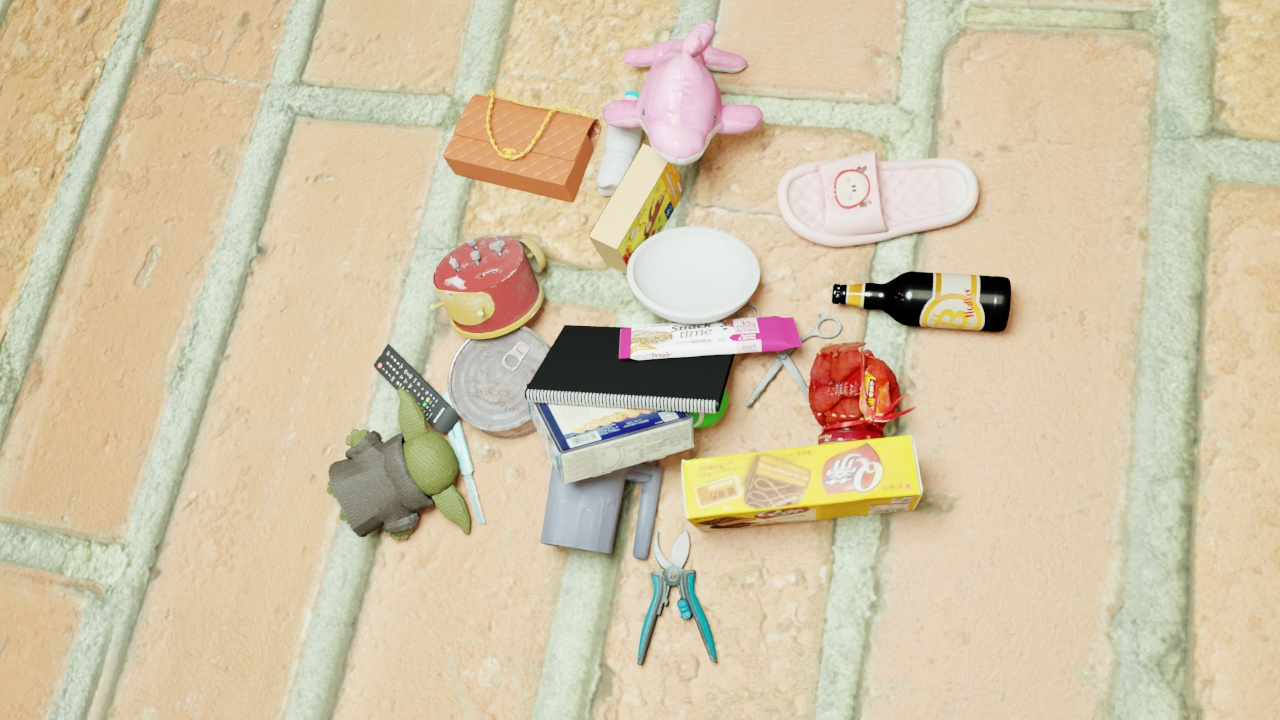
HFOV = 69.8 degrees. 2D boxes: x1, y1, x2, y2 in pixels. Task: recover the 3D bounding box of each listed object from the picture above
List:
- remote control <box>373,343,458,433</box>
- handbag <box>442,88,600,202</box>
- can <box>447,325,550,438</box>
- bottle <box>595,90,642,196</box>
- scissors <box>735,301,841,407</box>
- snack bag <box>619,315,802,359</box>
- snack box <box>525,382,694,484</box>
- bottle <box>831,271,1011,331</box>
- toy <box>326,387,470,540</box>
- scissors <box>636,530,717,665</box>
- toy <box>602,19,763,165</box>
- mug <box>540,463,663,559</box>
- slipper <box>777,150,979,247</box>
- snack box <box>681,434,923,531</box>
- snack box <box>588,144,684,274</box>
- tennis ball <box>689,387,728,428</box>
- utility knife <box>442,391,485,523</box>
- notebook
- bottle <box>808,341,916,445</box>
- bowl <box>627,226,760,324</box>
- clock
[{"bbox_3d":[-0.273,0.032,1.106,0.147,0.015,0.033,40,98,26],"label":"remote control"},{"bbox_3d":[-0.150,-0.278,1.158,0.172,0.060,0.108,16,74,16],"label":"handbag"},{"bbox_3d":[-0.157,0.024,1.077,0.130,0.044,0.129,-4,73,12],"label":"can"},{"bbox_3d":[-0.022,-0.269,1.132,0.044,0.044,0.136,7,76,14],"label":"bottle"},{"bbox_3d":[0.155,-0.018,1.037,0.141,0.014,0.175,-33,68,-2],"label":"scissors"},{"bbox_3d":[0.075,-0.027,1.012,0.196,0.016,0.070,-4,28,4],"label":"snack bag"},{"bbox_3d":[-0.036,0.058,0.980,0.144,0.043,0.145,-14,32,-14],"label":"snack box"},{"bbox_3d":[0.300,-0.066,0.993,0.182,0.059,0.059,5,75,14],"label":"bottle"},{"bbox_3d":[-0.283,0.136,1.053,0.153,0.078,0.179,-24,94,0],"label":"toy"},{"bbox_3d":[0.031,0.263,0.979,0.124,0.019,0.155,-36,68,-2],"label":"scissors"},{"bbox_3d":[0.052,-0.324,1.049,0.186,0.128,0.265,4,41,0],"label":"toy"},{"bbox_3d":[-0.042,0.157,1.002,0.124,0.084,0.104,12,76,-12],"label":"mug"},{"bbox_3d":[0.267,-0.186,1.038,0.222,0.055,0.106,-2,76,11],"label":"slipper"},{"bbox_3d":[0.163,0.129,0.940,0.230,0.110,0.061,-8,72,10],"label":"snack box"},{"bbox_3d":[-0.002,-0.174,1.076,0.040,0.088,0.125,27,81,18],"label":"snack box"},{"bbox_3d":[0.064,0.042,1.011,0.065,0.065,0.065,-3,73,11],"label":"tennis ball"},{"bbox_3d":[-0.208,0.115,1.080,0.022,0.015,0.165,-27,72,19],"label":"utility knife"},{"bbox_3d":[-0.006,0.006,1.003,0.207,0.016,0.148,3,32,14],"label":"notebook"},{"bbox_3d":[0.227,0.036,0.961,0.099,0.099,0.111,1,77,13],"label":"bottle"},{"bbox_3d":[0.060,-0.089,1.048,0.149,0.043,0.149,-1,49,1],"label":"bowl"},{"bbox_3d":[-0.175,-0.106,1.081,0.117,0.081,0.158,8,48,28],"label":"clock"}]
